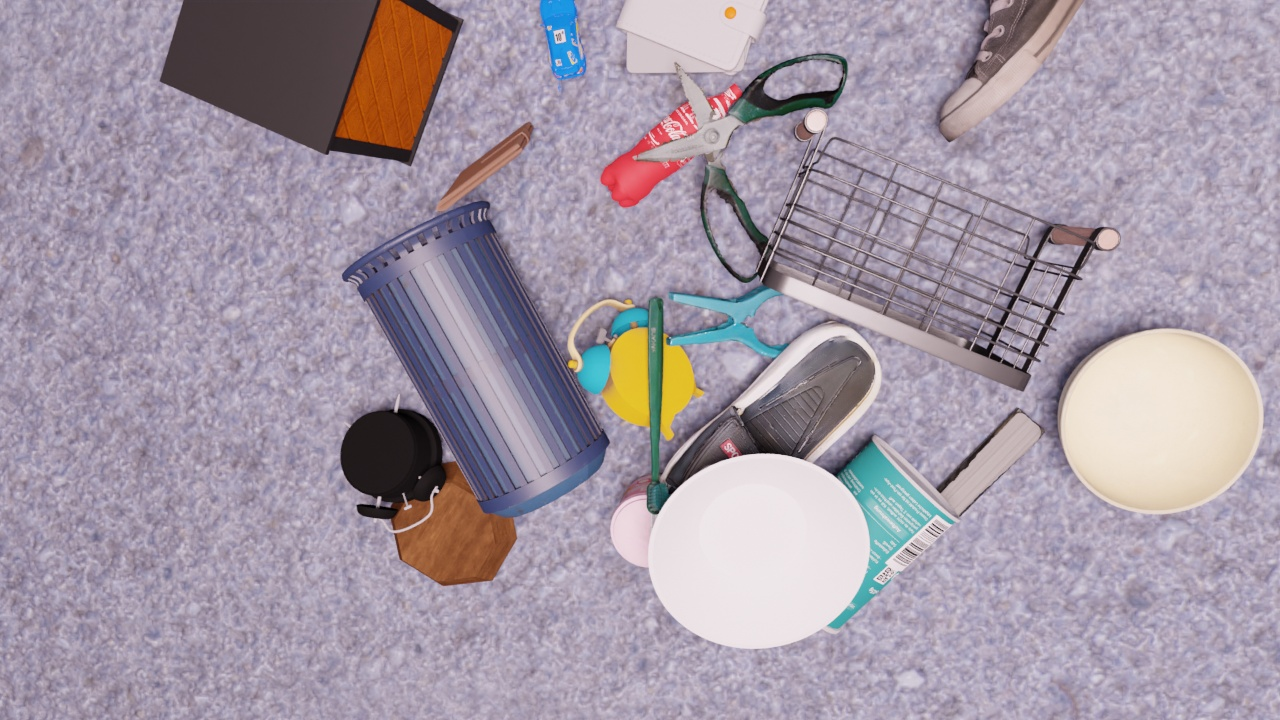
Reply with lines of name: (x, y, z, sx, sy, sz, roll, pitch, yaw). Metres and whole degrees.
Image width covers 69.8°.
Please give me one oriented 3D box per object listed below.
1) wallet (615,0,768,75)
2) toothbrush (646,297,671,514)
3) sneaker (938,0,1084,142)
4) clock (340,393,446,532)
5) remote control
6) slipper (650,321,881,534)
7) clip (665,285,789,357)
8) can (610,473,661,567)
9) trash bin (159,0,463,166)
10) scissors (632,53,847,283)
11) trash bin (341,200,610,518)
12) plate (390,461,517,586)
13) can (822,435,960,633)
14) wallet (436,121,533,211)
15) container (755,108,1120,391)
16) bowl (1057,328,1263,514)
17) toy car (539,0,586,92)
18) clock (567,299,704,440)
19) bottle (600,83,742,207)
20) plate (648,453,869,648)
wallet: (0.043, -0.288, 0.778, 0.118, 0.037, 0.115, 24, 102, 7)
toothbrush: (0.015, 0.035, 0.775, 0.016, 0.017, 0.189, 13, 67, -32)
sneaker: (0.280, -0.291, 0.718, 0.120, 0.095, 0.235, 31, 104, 4)
clock: (-0.230, 0.099, 0.856, 0.091, 0.042, 0.120, -25, 74, 11)
remote control: (0.300, 0.102, 0.819, 0.033, 0.013, 0.137, 41, 100, -1)
slipper: (0.110, 0.078, 0.776, 0.263, 0.063, 0.111, -45, 104, -10)
clip: (0.089, -0.053, 0.802, 0.130, 0.030, 0.120, 18, 101, -13)
can: (0.011, 0.144, 0.833, 0.067, 0.076, 0.067, 1, 99, 7)
trash bin: (-0.260, -0.257, 0.755, 0.140, 0.171, 0.140, 24, 101, 3)
scissors: (0.096, -0.167, 0.784, 0.201, 0.015, 0.206, -19, 113, -8)
trash bin: (-0.135, 0.005, 0.801, 0.139, 0.139, 0.249, -27, 96, 11)
plate: (-0.185, 0.163, 0.888, 0.131, 0.025, 0.131, 1, 99, 8)
can: (0.188, 0.151, 0.798, 0.099, 0.099, 0.144, 43, 102, -1)
wallet: (-0.130, -0.166, 0.781, 0.087, 0.120, 0.013, -34, 110, 12)
container: (0.214, -0.087, 0.719, 0.241, 0.162, 0.130, 23, 101, 1)
bowl: (0.417, 0.044, 0.762, 0.151, 0.075, 0.151, 1, 100, 7)
toy car: (-0.070, -0.272, 0.783, 0.033, 0.061, 0.092, -9, 98, 9)
clock: (-0.005, 0.005, 0.809, 0.129, 0.098, 0.044, 44, 144, -6)
bottle: (0.029, -0.188, 0.793, 0.142, 0.042, 0.042, -37, 93, 12)
plate: (0.093, 0.147, 0.739, 0.174, 0.036, 0.174, 0, 109, -1)
